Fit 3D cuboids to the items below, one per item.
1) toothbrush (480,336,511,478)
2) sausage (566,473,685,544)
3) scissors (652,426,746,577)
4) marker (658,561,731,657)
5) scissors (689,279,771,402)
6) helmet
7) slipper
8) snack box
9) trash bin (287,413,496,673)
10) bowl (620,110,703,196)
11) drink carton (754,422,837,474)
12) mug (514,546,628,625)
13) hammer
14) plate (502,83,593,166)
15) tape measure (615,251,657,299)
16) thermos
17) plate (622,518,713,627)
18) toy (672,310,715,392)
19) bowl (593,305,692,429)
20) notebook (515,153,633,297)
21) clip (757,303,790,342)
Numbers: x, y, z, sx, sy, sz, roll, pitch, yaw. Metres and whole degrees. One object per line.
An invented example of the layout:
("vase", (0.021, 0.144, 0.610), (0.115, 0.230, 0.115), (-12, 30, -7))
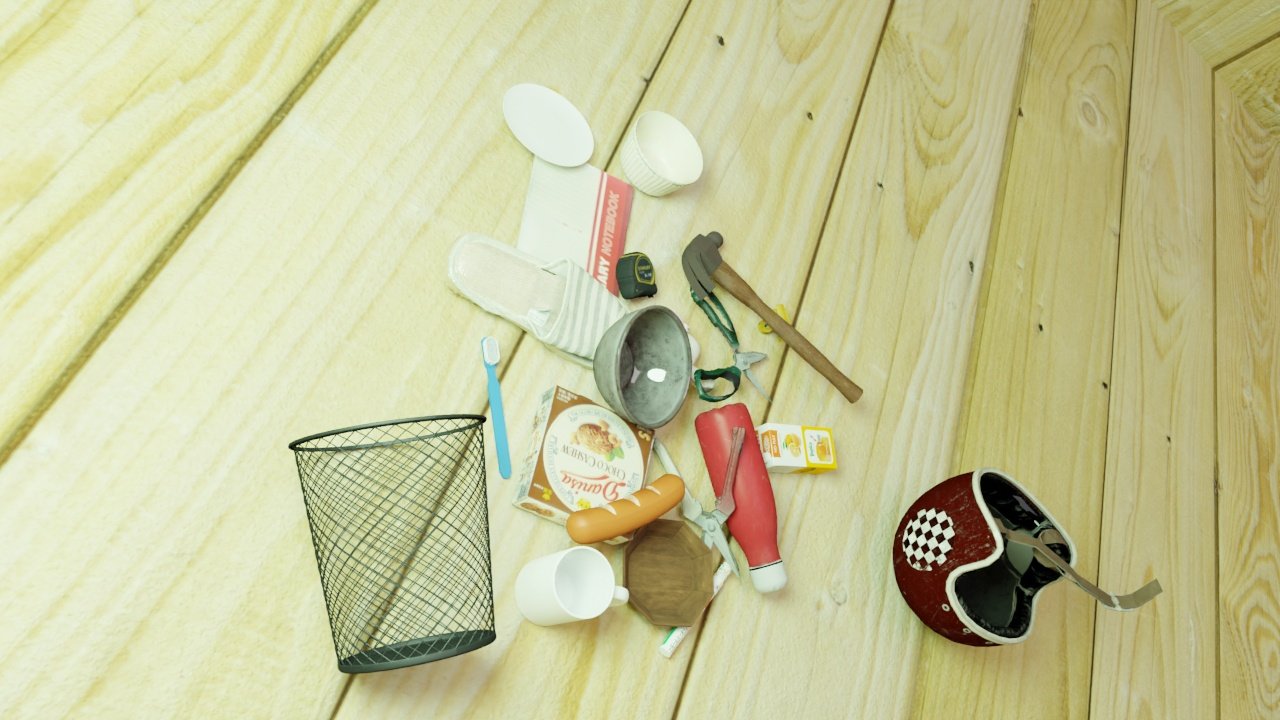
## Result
("toothbrush", (-0.163, 0.052, 1.048), (0.016, 0.014, 0.166), (-1, 73, -34))
("sausage", (-0.012, 0.169, 1.035), (0.163, 0.039, 0.044), (-17, 86, -38))
("scissors", (0.078, 0.164, 1.135), (0.179, 0.015, 0.198), (30, 94, 15))
("marker", (0.069, 0.298, 1.108), (0.017, 0.017, 0.145), (51, 53, -7))
("scissors", (0.104, -0.022, 1.229), (0.201, 0.015, 0.205), (-13, 70, -54))
("helmet", (0.478, 0.269, 1.246), (0.233, 0.254, 0.233), (15, 39, -35))
("slipper", (-0.108, -0.070, 1.102), (0.272, 0.054, 0.114), (29, 62, -24))
("snack box", (-0.063, 0.123, 1.071), (0.143, 0.041, 0.146), (27, 59, -24))
("trash bin", (-0.223, 0.171, 0.866), (0.183, 0.185, 0.210), (-4, 80, -35))
("bowl", (0.023, -0.278, 1.268), (0.115, 0.063, 0.115), (17, 58, -30))
("drink carton", (0.207, 0.122, 1.256), (0.122, 0.040, 0.058), (7, 68, -32))
("mug", (-0.067, 0.248, 0.989), (0.110, 0.091, 0.073), (20, 62, -27))
("hammer", (0.187, -0.054, 1.283), (0.323, 0.033, 0.115), (42, 40, -6))
("plate", (-0.122, -0.307, 1.206), (0.134, 0.011, 0.134), (20, 51, -27))
("tape measure", (-0.008, -0.110, 1.195), (0.061, 0.034, 0.061), (-10, 93, -58))
("thermos", (0.134, 0.175, 1.165), (0.073, 0.073, 0.239), (-8, 77, -36))
("plate", (0.028, 0.252, 1.089), (0.131, 0.025, 0.131), (11, 66, -27))
("toy", (0.049, -0.007, 1.201), (0.079, 0.038, 0.122), (-7, 78, -27))
("bowl", (-0.007, 0.006, 1.093), (0.144, 0.067, 0.145), (-5, 97, -51))
("notebook", (-0.084, -0.171, 1.190), (0.153, 0.012, 0.208), (21, 62, -27))
("clip", (0.196, -0.053, 1.325), (0.048, 0.046, 0.054), (0, 72, -61))
